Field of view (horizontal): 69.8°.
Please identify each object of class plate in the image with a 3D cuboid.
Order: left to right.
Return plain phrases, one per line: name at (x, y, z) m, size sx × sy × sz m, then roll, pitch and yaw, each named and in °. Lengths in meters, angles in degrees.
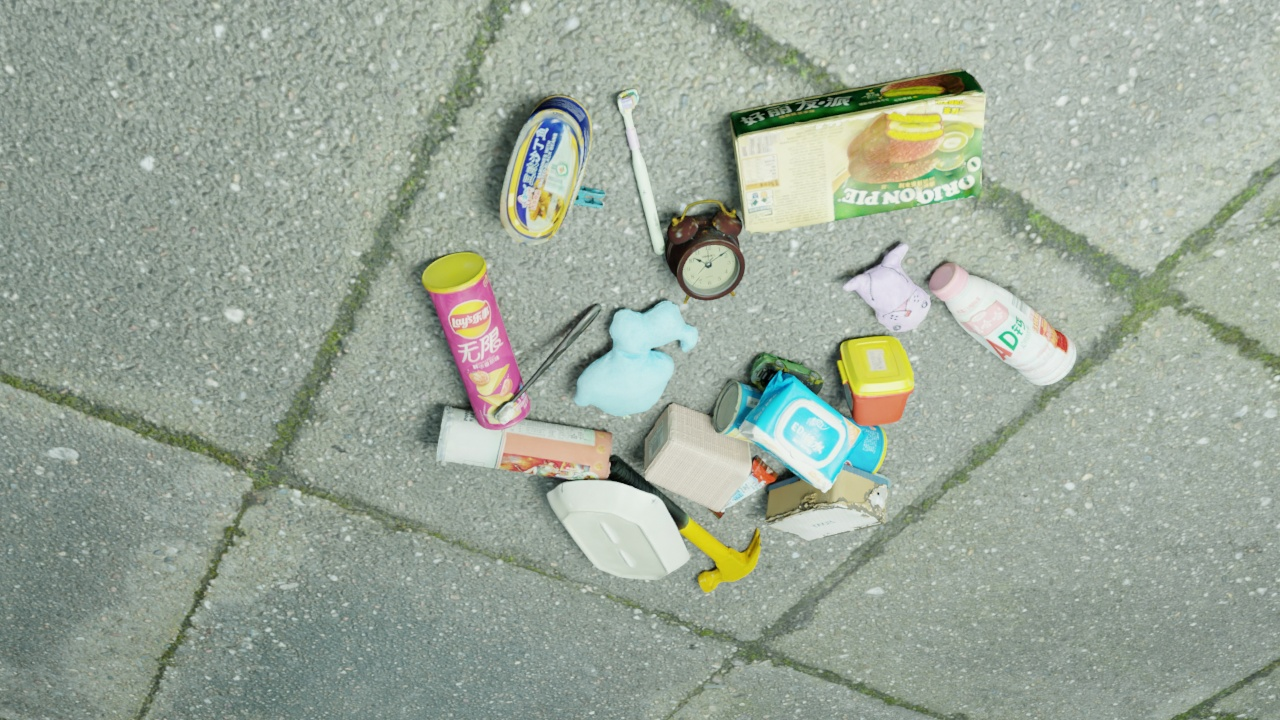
plate at (-0.029, 0.237, 1.235) m, size 0.162 × 0.034 × 0.266 m, roll 0°, pitch 145°, yaw 17°

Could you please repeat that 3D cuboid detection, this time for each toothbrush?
toothbrush at (-0.106, 0.004, 1.064) m, size 0.181 × 0.018 × 0.015 m, roll -49°, pitch 132°, yaw 0°
toothbrush at (0.004, -0.189, 0.956) m, size 0.020 × 0.029 × 0.190 m, roll 22°, pitch 142°, yaw 36°

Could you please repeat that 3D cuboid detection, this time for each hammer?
hammer at (0.057, 0.224, 1.280) m, size 0.129 × 0.032 × 0.300 m, roll -34°, pitch 122°, yaw 23°

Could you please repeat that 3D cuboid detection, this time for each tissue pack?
tissue pack at (0.191, 0.083, 1.076) m, size 0.140 × 0.063 × 0.090 m, roll 36°, pitch 87°, yaw -15°

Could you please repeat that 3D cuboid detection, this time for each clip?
clip at (-0.065, -0.174, 0.970) m, size 0.056 × 0.014 × 0.043 m, roll 11°, pitch 127°, yaw -7°

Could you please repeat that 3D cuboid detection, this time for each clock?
clock at (0.070, -0.120, 0.986) m, size 0.082 × 0.055 × 0.122 m, roll -9°, pitch 127°, yaw -4°

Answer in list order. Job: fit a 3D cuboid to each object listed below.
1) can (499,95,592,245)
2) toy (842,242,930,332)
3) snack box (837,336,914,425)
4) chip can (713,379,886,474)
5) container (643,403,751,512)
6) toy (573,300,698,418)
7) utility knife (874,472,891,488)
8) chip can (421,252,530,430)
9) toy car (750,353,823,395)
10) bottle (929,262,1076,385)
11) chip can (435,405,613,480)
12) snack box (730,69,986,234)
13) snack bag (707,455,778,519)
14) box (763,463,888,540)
can at (-0.096, -0.189, 0.923) m, size 0.074 × 0.049 × 0.148 m, roll 21°, pitch 122°, yaw -4°
toy at (0.289, -0.076, 1.043) m, size 0.084 × 0.039 × 0.108 m, roll -37°, pitch 120°, yaw 15°
snack box at (0.277, 0.026, 1.094) m, size 0.082 × 0.091 × 0.080 m, roll -5°, pitch 136°, yaw 2°
chip can at (0.200, 0.087, 1.150) m, size 0.210 × 0.071 × 0.071 m, roll 18°, pitch 126°, yaw -15°
container at (0.069, 0.119, 1.163) m, size 0.111 × 0.089 × 0.090 m, roll 23°, pitch 125°, yaw -15°
toy at (-0.007, 0.006, 1.094) m, size 0.161 × 0.049 × 0.156 m, roll -13°, pitch 121°, yaw -2°
utility knife at (0.249, 0.128, 1.221) m, size 0.215 × 0.013 × 0.029 m, roll 25°, pitch 122°, yaw -17°
chip can at (-0.185, -0.017, 1.054) m, size 0.071 × 0.071 × 0.211 m, roll -8°, pitch 129°, yaw 5°
toy car at (0.178, 0.020, 1.117) m, size 0.091 × 0.036 × 0.043 m, roll 20°, pitch 124°, yaw -14°
bottle at (0.413, -0.044, 1.056) m, size 0.197 × 0.068 × 0.068 m, roll 31°, pitch 121°, yaw -20°
chip can at (-0.144, 0.107, 1.156) m, size 0.214 × 0.071 × 0.071 m, roll 9°, pitch 128°, yaw -10°
snack box at (0.215, -0.207, 0.920) m, size 0.240 × 0.063 × 0.115 m, roll -10°, pitch 129°, yaw 6°
snack bag at (0.132, 0.172, 1.241) m, size 0.104 × 0.026 × 0.048 m, roll -38°, pitch 108°, yaw 19°
box at (0.236, 0.188, 1.198) m, size 0.089 × 0.061 × 0.185 m, roll 23°, pitch 155°, yaw -21°
